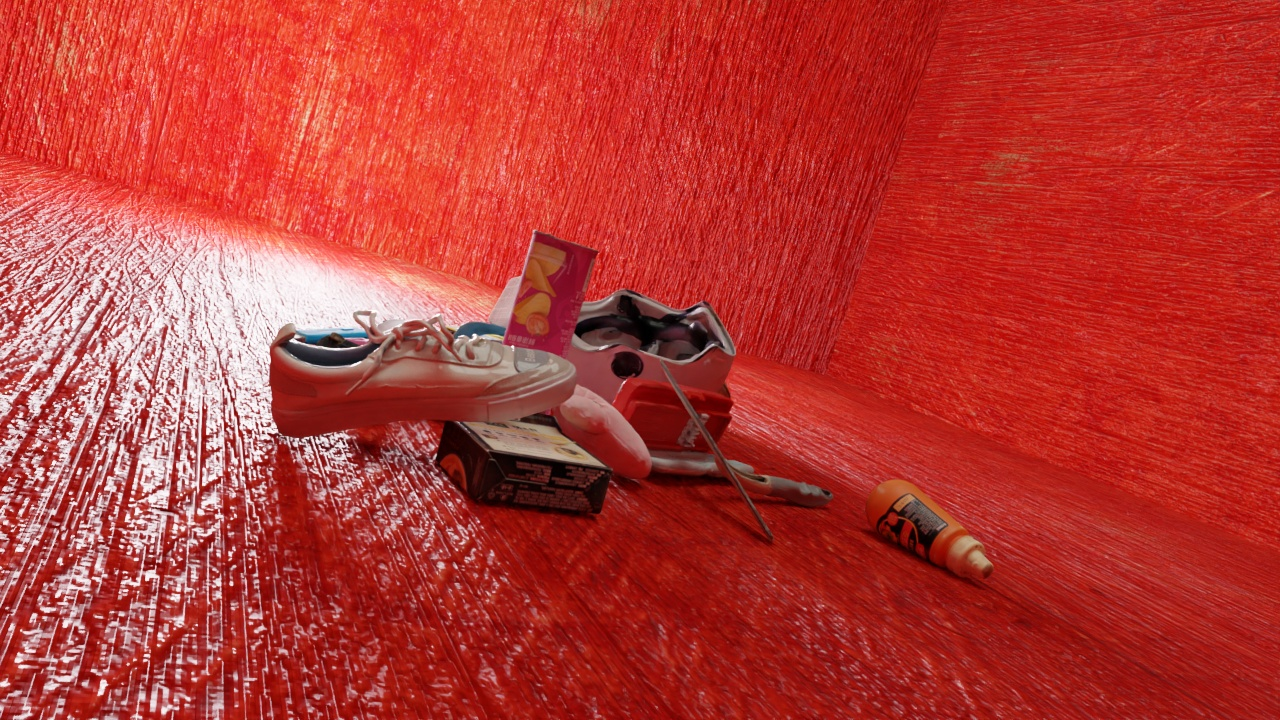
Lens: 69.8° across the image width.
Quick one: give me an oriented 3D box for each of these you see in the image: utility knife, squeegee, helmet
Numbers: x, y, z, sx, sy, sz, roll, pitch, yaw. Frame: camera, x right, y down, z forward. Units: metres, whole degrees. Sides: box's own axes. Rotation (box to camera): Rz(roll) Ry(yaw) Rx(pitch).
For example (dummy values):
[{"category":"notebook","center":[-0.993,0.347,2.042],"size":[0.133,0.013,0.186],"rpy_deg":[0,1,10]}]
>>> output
[{"category":"utility knife","center":[-0.393,-0.032,1.157],"size":[0.034,0.018,0.159],"rpy_deg":[19,7,12]},{"category":"squeegee","center":[0.135,0.129,0.995],"size":[0.246,0.039,0.246],"rpy_deg":[26,24,-45]},{"category":"helmet","center":[-0.007,0.007,1.230],"size":[0.258,0.146,0.228],"rpy_deg":[3,22,-7]}]

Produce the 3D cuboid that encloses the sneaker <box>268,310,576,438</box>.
[{"category":"sneaker","center":[-0.173,0.000,0.736],"size":[0.242,0.091,0.089],"rpy_deg":[-5,21,-12]}]

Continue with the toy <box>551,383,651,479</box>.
[{"category":"toy","center":[-0.047,0.061,0.885],"size":[0.121,0.054,0.159],"rpy_deg":[34,-10,33]}]

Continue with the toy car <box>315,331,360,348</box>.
[{"category":"toy car","center":[-0.304,0.003,0.970],"size":[0.090,0.042,0.034],"rpy_deg":[21,-21,11]}]

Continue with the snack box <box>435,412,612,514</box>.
[{"category":"snack box","center":[-0.102,0.079,0.766],"size":[0.113,0.053,0.126],"rpy_deg":[13,6,-31]}]

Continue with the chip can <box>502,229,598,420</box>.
[{"category":"chip can","center":[-0.105,-0.022,0.929],"size":[0.071,0.210,0.071],"rpy_deg":[17,5,-2]}]

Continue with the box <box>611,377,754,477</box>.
[{"category":"box","center":[0.056,0.087,1.024],"size":[0.102,0.095,0.201],"rpy_deg":[34,13,35]}]

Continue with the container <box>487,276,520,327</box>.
[{"category":"container","center":[-0.154,-0.069,1.314],"size":[0.090,0.089,0.111],"rpy_deg":[33,-12,-26]}]

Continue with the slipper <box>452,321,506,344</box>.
[{"category":"slipper","center":[-0.212,-0.014,1.242],"size":[0.104,0.074,0.245],"rpy_deg":[17,7,8]}]

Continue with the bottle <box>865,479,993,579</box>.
[{"category":"bottle","center":[0.306,0.182,0.965],"size":[0.066,0.067,0.149],"rpy_deg":[13,15,-37]}]

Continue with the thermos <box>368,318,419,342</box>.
[{"category":"thermos","center":[-0.238,0.008,1.005],"size":[0.070,0.070,0.221],"rpy_deg":[13,7,-34]}]

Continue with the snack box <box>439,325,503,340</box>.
[{"category":"snack box","center":[-0.256,-0.029,1.473],"size":[0.087,0.034,0.140],"rpy_deg":[18,7,13]}]

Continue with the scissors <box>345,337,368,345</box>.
[{"category":"scissors","center":[-0.317,-0.020,1.138],"size":[0.138,0.017,0.083],"rpy_deg":[3,-3,31]}]

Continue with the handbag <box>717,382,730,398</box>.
[{"category":"handbag","center":[0.049,0.003,1.426],"size":[0.204,0.099,0.148],"rpy_deg":[48,-14,-14]}]
